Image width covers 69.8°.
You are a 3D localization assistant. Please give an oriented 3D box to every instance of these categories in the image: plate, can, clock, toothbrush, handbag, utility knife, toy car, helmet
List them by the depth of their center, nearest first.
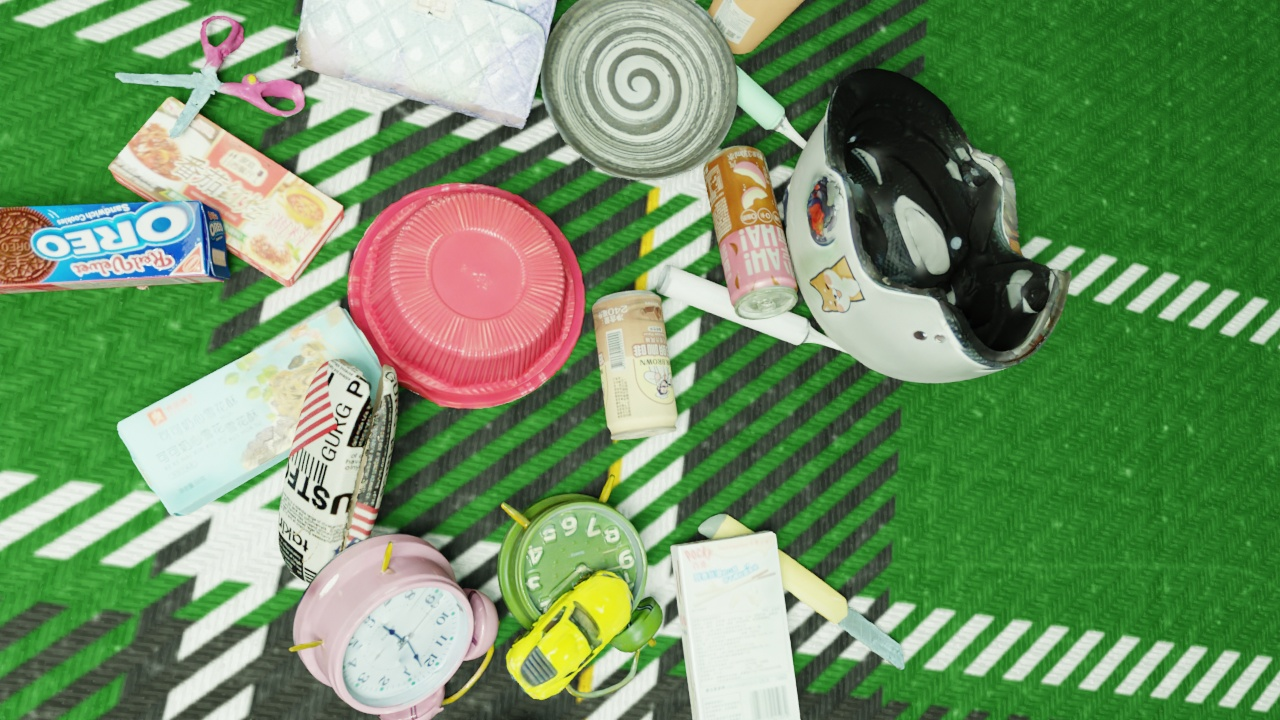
[{"bbox_3d":[-0.164,0.196,0.649,0.117,0.060,0.158,-50,134,-13],"label":"clock"},{"bbox_3d":[-0.048,0.195,0.659,0.105,0.032,0.048,-40,92,-22],"label":"toy car"},{"bbox_3d":[-0.046,0.177,0.710,0.116,0.056,0.161,-13,83,-18],"label":"clock"},{"bbox_3d":[-0.172,-0.278,0.743,0.193,0.075,0.134,12,103,-13],"label":"handbag"},{"bbox_3d":[-0.004,0.004,0.757,0.058,0.059,0.116,-5,81,-18],"label":"can"},{"bbox_3d":[0.143,0.197,0.785,0.220,0.022,0.030,35,72,-1],"label":"utility knife"},{"bbox_3d":[0.220,-0.095,0.796,0.229,0.157,0.274,-17,72,-37],"label":"helmet"},{"bbox_3d":[0.094,-0.112,0.797,0.058,0.058,0.147,-2,67,-18],"label":"can"},{"bbox_3d":[0.000,-0.247,0.820,0.179,0.024,0.179,0,88,-9],"label":"plate"},{"bbox_3d":[0.120,-0.035,0.821,0.221,0.027,0.026,19,51,-13],"label":"toothbrush"},{"bbox_3d":[0.104,-0.247,0.860,0.224,0.027,0.027,40,41,-6],"label":"toothbrush"}]

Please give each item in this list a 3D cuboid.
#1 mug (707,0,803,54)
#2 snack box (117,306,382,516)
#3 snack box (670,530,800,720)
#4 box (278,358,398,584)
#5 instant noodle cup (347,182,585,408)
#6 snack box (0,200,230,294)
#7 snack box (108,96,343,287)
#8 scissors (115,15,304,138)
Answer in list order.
[{"bbox_3d":[0.108,-0.333,0.827,0.078,0.123,0.078,4,77,-17],"label":"mug"},{"bbox_3d":[-0.276,0.036,0.669,0.174,0.052,0.074,-33,91,-21],"label":"snack box"},{"bbox_3d":[0.077,0.223,0.748,0.084,0.027,0.156,-6,83,-13],"label":"snack box"},{"bbox_3d":[-0.199,0.081,0.651,0.083,0.075,0.163,5,105,-51],"label":"box"},{"bbox_3d":[-0.132,-0.060,0.728,0.193,0.066,0.193,3,79,-17],"label":"instant noodle cup"},{"bbox_3d":[-0.402,-0.077,0.637,0.207,0.058,0.057,-4,91,-12],"label":"snack box"},{"bbox_3d":[-0.314,-0.129,0.705,0.153,0.025,0.075,33,72,-8],"label":"snack box"},{"bbox_3d":[-0.331,-0.222,0.710,0.133,0.017,0.130,-7,72,-34],"label":"scissors"}]
